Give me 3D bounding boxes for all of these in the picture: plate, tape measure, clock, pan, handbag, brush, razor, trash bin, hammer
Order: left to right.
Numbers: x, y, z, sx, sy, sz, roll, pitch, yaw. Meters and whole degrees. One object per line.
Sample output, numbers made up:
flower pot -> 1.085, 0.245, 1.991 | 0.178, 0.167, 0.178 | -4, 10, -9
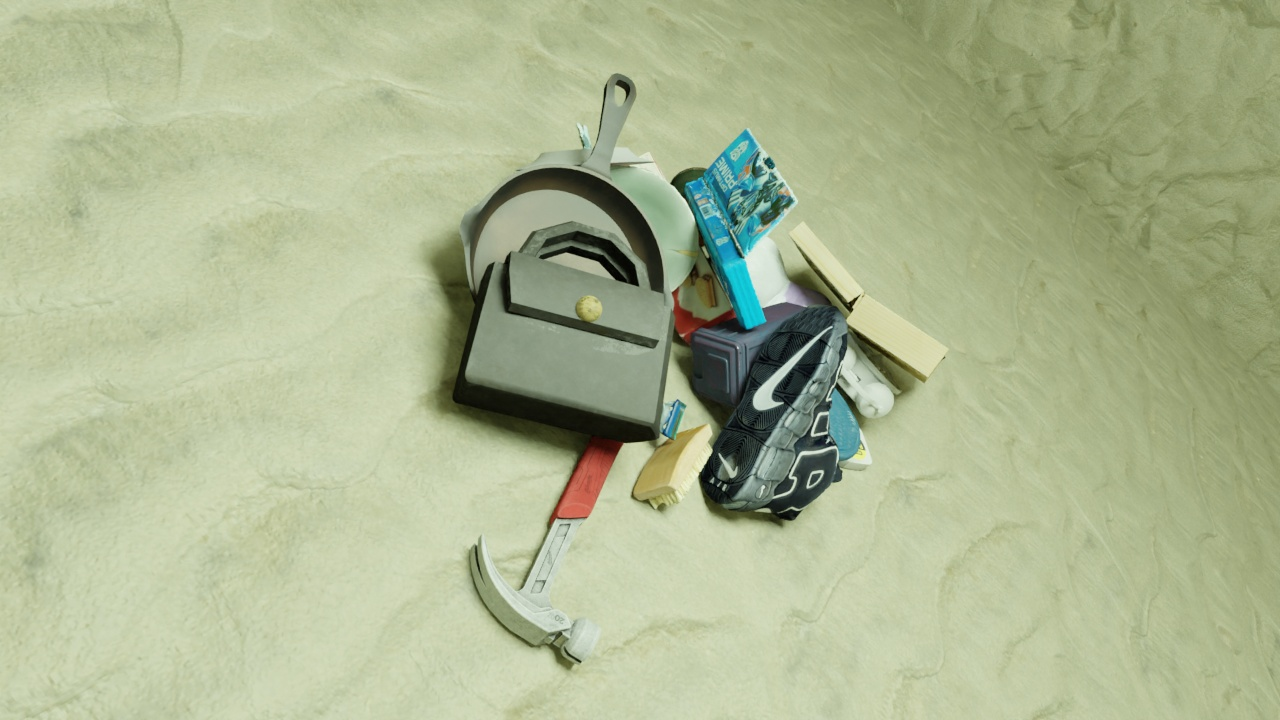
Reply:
hammer -> -0.059, 0.127, 0.870 | 0.126, 0.036, 0.314 | 34, 37, -7
handbag -> -0.059, -0.041, 0.888 | 0.197, 0.102, 0.199 | 14, 68, -15
pan -> -0.066, -0.153, 0.999 | 0.248, 0.043, 0.355 | 21, 72, -22
plate -> -0.068, -0.248, 1.129 | 0.172, 0.173, 0.019 | -15, 106, -48
razor -> -0.017, 0.036, 0.957 | 0.141, 0.018, 0.043 | 27, 72, -19
brush -> 0.038, 0.111, 0.957 | 0.039, 0.049, 0.116 | 61, 34, -13
trash bin -> 0.144, -0.008, 1.087 | 0.160, 0.094, 0.092 | -20, 27, -36
tape measure -> 0.265, 0.109, 1.182 | 0.064, 0.017, 0.065 | 14, 46, -32
clock -> 0.295, 0.018, 1.226 | 0.120, 0.061, 0.159 | 50, 16, 8

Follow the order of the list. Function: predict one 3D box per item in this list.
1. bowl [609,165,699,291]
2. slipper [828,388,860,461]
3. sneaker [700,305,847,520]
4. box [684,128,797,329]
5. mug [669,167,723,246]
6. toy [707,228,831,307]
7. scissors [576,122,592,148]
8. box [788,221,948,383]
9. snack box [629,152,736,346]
bowl -> -0.021, -0.146, 1.127 | 0.174, 0.068, 0.174 | 1, 85, -9
slipper -> 0.202, 0.054, 1.149 | 0.103, 0.059, 0.213 | 15, 31, -19
sneaker -> 0.186, 0.072, 1.013 | 0.150, 0.097, 0.252 | 35, 81, -33
box -> 0.104, -0.166, 1.088 | 0.075, 0.167, 0.243 | 5, 32, -12
mug -> 0.083, -0.200, 1.275 | 0.111, 0.085, 0.081 | 54, 31, -33
toy -> 0.181, -0.096, 1.255 | 0.209, 0.086, 0.137 | 36, 39, -17
scissors -> -0.076, -0.296, 1.276 | 0.073, 0.016, 0.134 | 8, 48, -33
box -> 0.312, -0.071, 1.265 | 0.257, 0.076, 0.247 | 51, 9, 13
snack box -> 0.034, -0.148, 1.175 | 0.272, 0.077, 0.044 | 66, 9, 27
